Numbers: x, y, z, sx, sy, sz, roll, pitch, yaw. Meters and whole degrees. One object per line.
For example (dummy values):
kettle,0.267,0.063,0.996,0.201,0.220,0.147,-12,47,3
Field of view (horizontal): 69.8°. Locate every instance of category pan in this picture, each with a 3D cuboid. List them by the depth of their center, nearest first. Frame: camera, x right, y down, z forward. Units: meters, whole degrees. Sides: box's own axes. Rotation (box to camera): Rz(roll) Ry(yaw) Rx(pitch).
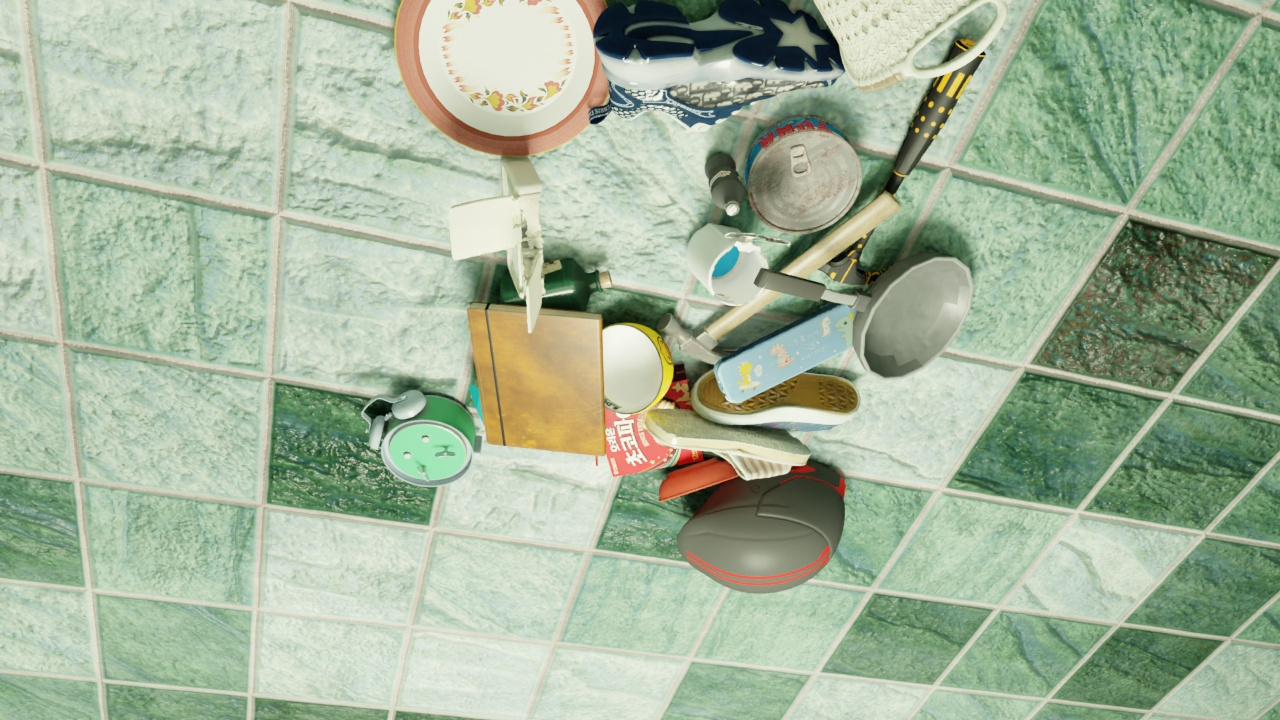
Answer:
pan,0.268,-0.071,1.109,0.356,0.041,0.179,9,116,-37

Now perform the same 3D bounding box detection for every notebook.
notebook,-0.134,0.034,1.164,0.178,0.014,0.250,6,131,6

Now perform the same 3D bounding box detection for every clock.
clock,-0.302,0.102,1.244,0.122,0.075,0.161,-39,120,23

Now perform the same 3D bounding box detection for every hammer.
hammer,0.307,-0.219,1.072,0.123,0.036,0.321,13,128,-15
hammer,0.177,-0.101,1.141,0.119,0.030,0.332,35,122,-29

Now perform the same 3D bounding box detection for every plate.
plate,-0.139,-0.324,0.959,0.230,0.021,0.230,-2,128,-3

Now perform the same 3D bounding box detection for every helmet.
helmet,0.185,0.253,1.342,0.265,0.169,0.164,-9,128,3

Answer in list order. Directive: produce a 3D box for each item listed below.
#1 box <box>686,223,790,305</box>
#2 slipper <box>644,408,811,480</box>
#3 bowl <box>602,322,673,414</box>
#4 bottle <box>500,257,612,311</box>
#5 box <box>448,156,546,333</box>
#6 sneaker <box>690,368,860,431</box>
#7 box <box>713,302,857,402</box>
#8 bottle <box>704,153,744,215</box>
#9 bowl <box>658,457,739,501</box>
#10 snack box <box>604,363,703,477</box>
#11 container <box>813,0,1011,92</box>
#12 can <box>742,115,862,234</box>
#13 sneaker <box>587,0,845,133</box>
box,0.110,-0.119,1.058,0.084,0.162,0.112,11,113,-19
slipper,0.118,0.114,1.236,0.262,0.115,0.052,11,111,-33
bowl,-0.007,0.007,1.187,0.117,0.067,0.117,5,100,29
bottle,-0.100,-0.086,1.122,0.131,0.061,0.061,-12,130,5
box,-0.149,-0.131,1.009,0.095,0.185,0.146,3,121,3
sneaker,0.178,0.058,1.259,0.235,0.087,0.079,3,150,-11
box,0.196,-0.012,1.180,0.209,0.049,0.066,-27,128,-5
bottle,0.095,-0.194,1.023,0.036,0.109,0.036,-2,128,-3
bowl,0.079,0.169,1.323,0.122,0.035,0.122,-18,172,-3
snack box,0.009,0.086,1.281,0.133,0.035,0.152,-11,128,4
container,0.238,-0.361,0.832,0.185,0.245,0.143,-35,114,24
can,0.185,-0.213,1.058,0.130,0.044,0.130,-2,128,-3
sneaker,0.078,-0.295,0.966,0.269,0.103,0.133,-3,149,-12
